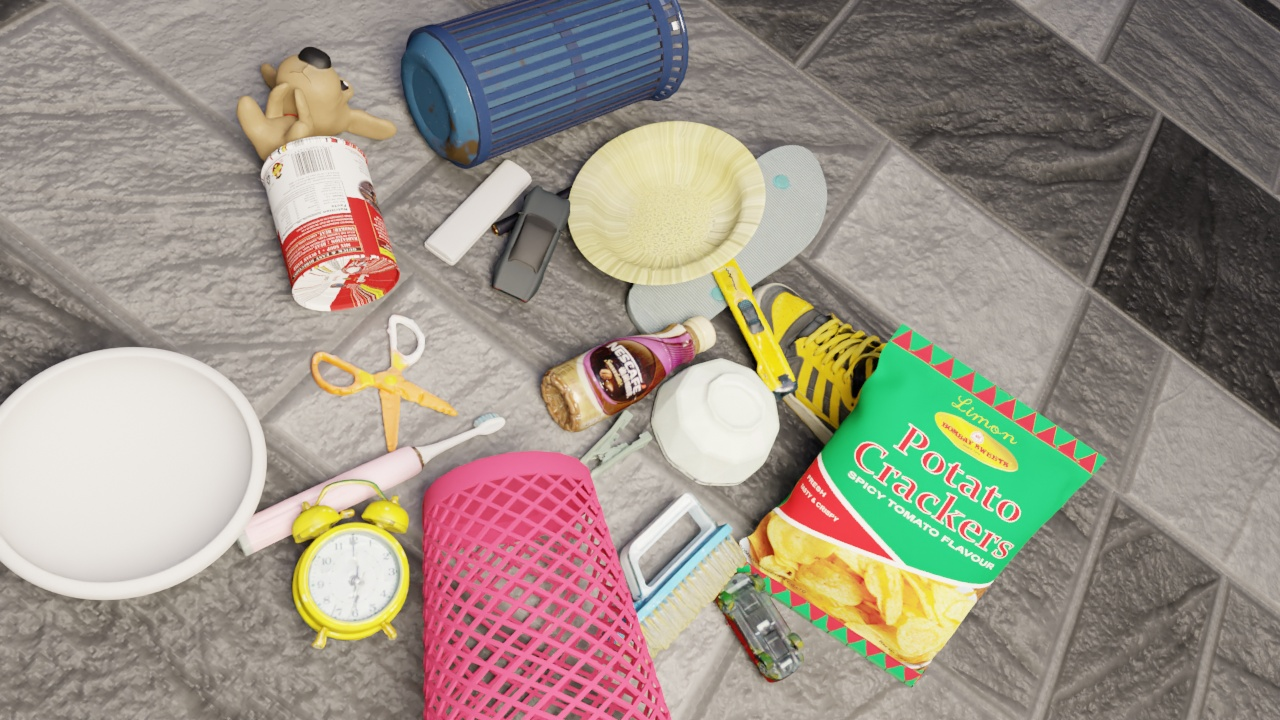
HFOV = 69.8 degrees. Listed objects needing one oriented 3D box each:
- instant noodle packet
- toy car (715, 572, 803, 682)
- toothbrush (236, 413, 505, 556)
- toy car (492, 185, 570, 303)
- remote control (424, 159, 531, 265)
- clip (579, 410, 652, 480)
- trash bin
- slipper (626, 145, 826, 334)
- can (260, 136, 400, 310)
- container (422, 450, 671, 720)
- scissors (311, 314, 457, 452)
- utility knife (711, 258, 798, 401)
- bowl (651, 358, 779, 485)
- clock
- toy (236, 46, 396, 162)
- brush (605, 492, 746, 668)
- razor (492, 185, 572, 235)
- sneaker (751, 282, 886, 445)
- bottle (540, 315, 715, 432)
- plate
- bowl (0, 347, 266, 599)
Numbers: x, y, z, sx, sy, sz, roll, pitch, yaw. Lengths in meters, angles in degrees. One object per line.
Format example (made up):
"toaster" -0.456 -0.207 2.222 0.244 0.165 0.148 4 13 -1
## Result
"instant noodle packet" 0.220 0.126 0.755 0.195 0.253 0.090 33 14 -2
"toy car" 0.096 0.217 0.752 0.042 0.036 0.091 -25 76 -28
"toothbrush" -0.204 0.090 0.715 0.222 0.027 0.026 -25 42 -29
"toy car" -0.099 -0.106 0.834 0.046 0.034 0.112 24 73 -12
"remote control" -0.149 -0.141 0.856 0.033 0.012 0.130 35 58 0
"clip" -0.021 0.082 0.787 0.050 0.023 0.078 34 56 0
"trash bin" -0.093 -0.281 0.875 0.248 0.140 0.139 -29 77 -27
"slipper" 0.092 -0.108 0.912 0.098 0.055 0.268 43 70 2
"can" -0.257 -0.113 0.760 0.086 0.087 0.116 -12 70 -25
"container" -0.075 0.191 0.636 0.183 0.184 0.225 -2 58 -21
"scissors" -0.206 0.013 0.761 0.125 0.011 0.127 26 59 -5
"utility knife" 0.095 -0.050 0.860 0.030 0.018 0.191 -21 73 -13
"bowl" 0.074 0.048 0.815 0.117 0.061 0.117 8 63 -17
"clock" -0.209 0.146 0.665 0.083 0.057 0.118 -1 72 -20
"toy" -0.295 -0.214 0.797 0.134 0.106 0.108 25 48 -2
"brush" 0.016 0.175 0.733 0.135 0.056 0.075 -39 87 -30
"razor" -0.080 -0.153 0.882 0.144 0.022 0.043 -30 76 -29
"sneaker" 0.197 0.007 0.843 0.085 0.122 0.238 -33 80 -31
"bottle" -0.005 0.005 0.807 0.165 0.060 0.059 -26 76 -28
"plate" 0.025 -0.142 0.868 0.184 0.036 0.184 -4 63 8
"bowl" -0.355 0.082 0.640 0.176 0.066 0.176 8 62 -16
